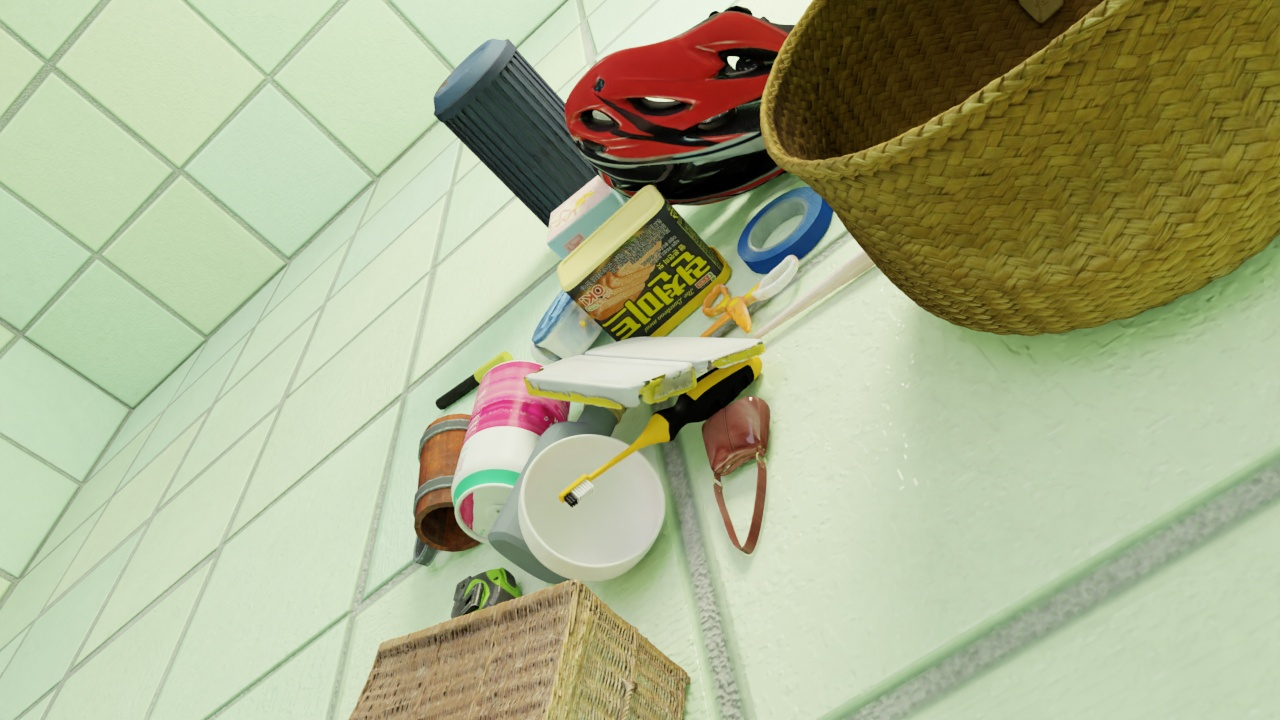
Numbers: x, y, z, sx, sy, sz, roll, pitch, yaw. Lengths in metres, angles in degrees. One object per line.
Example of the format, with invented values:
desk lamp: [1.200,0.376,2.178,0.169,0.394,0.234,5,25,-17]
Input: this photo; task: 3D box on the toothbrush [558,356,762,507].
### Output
toothbrush: [0.019,0.047,0.673,0.196,0.031,0.031,-33,53,-27]

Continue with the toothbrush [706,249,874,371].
toothbrush: [0.125,-0.044,0.728,0.181,0.015,0.018,-36,23,21]

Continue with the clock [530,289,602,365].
clock: [-0.076,-0.039,0.958,0.126,0.052,0.088,-33,26,57]

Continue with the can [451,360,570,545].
can: [-0.113,0.078,0.816,0.088,0.088,0.165,-33,29,24]

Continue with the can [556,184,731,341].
can: [0.001,-0.084,0.864,0.131,0.101,0.072,-41,27,10]

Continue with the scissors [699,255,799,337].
scissors: [0.084,-0.049,0.784,0.128,0.011,0.125,-41,21,12]

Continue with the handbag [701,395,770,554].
handbag: [0.069,0.081,0.628,0.055,0.029,0.119,-34,34,28]

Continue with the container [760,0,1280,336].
container: [0.242,-0.171,0.537,0.308,0.196,0.306,-34,30,23]

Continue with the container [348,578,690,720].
container: [-0.078,0.224,0.537,0.199,0.112,0.113,-27,32,33]

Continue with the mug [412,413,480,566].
mug: [-0.182,0.128,0.873,0.118,0.081,0.111,-52,25,29]

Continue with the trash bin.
trash bin: [-0.132,-0.270,1.148,0.139,0.249,0.139,-34,29,22]

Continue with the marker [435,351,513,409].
marker: [-0.200,0.027,1.093,0.124,0.017,0.021,-32,29,28]

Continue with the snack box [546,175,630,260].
snack box: [-0.037,-0.141,1.006,0.095,0.093,0.079,-35,28,21]

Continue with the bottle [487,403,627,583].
bottle: [-0.055,0.091,0.735,0.046,0.072,0.160,-21,36,50]

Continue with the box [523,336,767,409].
box: [-0.004,0.004,0.740,0.127,0.023,0.210,-24,12,-26]

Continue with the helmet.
helmet: [0.053,-0.237,0.894,0.273,0.217,0.167,-7,89,33]

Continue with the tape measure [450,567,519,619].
tape measure: [-0.127,0.196,0.732,0.059,0.036,0.065,-34,29,22]

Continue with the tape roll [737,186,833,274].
tape roll: [0.128,-0.117,0.821,0.093,0.016,0.091,-10,44,50]

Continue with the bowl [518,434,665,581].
bowl: [-0.037,0.111,0.663,0.054,0.105,0.104,108,-177,-53]
